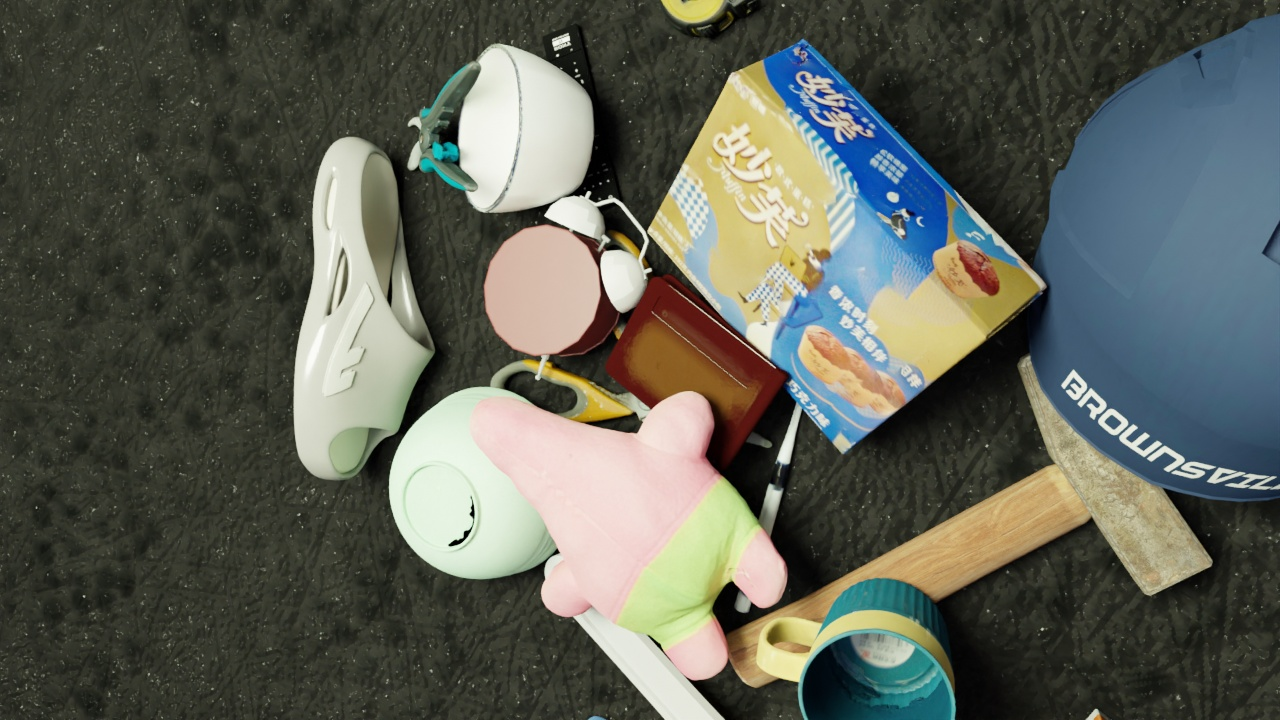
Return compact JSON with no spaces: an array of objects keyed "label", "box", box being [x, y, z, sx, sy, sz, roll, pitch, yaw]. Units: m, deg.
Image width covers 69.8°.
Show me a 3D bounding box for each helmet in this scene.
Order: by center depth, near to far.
[{"label":"helmet","box":[0.343,-0.078,0.476,0.232,0.223,0.271,25,62,15]}]

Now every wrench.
[{"label":"wrench","box":[0.018,0.246,0.657,0.273,0.018,0.087,41,121,25]}]

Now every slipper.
[{"label":"slipper","box":[-0.202,-0.037,0.710,0.081,0.113,0.265,4,88,7]}]

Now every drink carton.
[{"label":"drink carton","box":[0.316,0.272,0.555,0.122,0.058,0.040,37,102,15]}]

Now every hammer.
[{"label":"hammer","box":[0.184,0.133,0.609,0.301,0.037,0.158,-34,81,17]}]

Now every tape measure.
[{"label":"tape measure","box":[0.043,-0.261,0.647,0.061,0.034,0.061,-31,81,19]}]

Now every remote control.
[{"label":"remote control","box":[-0.045,-0.182,0.693,0.030,0.009,0.140,-15,87,19]}]

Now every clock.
[{"label":"clock","box":[-0.053,-0.056,0.660,0.138,0.048,0.096,-42,75,16]}]

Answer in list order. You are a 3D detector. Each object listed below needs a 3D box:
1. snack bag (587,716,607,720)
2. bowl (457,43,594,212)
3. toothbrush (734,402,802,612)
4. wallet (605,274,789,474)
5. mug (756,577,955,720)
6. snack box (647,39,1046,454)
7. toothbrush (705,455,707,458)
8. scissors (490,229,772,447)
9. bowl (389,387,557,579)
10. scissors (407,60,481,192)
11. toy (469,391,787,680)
[{"label":"snack bag","box":[0.008,0.356,0.612,0.205,0.158,0.102,28,102,15]},{"label":"bowl","box":[-0.081,-0.162,0.658,0.116,0.065,0.116,1,91,58]},{"label":"toothbrush","box":[0.095,0.091,0.648,0.012,0.017,0.187,17,97,21]},{"label":"wallet","box":[0.035,0.009,0.628,0.115,0.018,0.092,42,122,21]},{"label":"mug","box":[0.129,0.179,0.552,0.114,0.107,0.083,9,99,17]},{"label":"snack box","box":[0.114,-0.065,0.568,0.202,0.069,0.155,50,147,11]},{"label":"toothbrush","box":[0.041,0.085,0.656,0.016,0.017,0.190,4,97,22]},{"label":"scissors","box":[-0.005,0.007,0.681,0.225,0.016,0.216,15,97,18]},{"label":"bowl","box":[-0.130,0.100,0.688,0.151,0.076,0.151,4,100,22]},{"label":"scissors","box":[-0.145,-0.172,0.679,0.154,0.019,0.125,54,133,41]},{"label":"toy","box":[-0.017,0.101,0.614,0.237,0.096,0.192,37,106,6]}]
